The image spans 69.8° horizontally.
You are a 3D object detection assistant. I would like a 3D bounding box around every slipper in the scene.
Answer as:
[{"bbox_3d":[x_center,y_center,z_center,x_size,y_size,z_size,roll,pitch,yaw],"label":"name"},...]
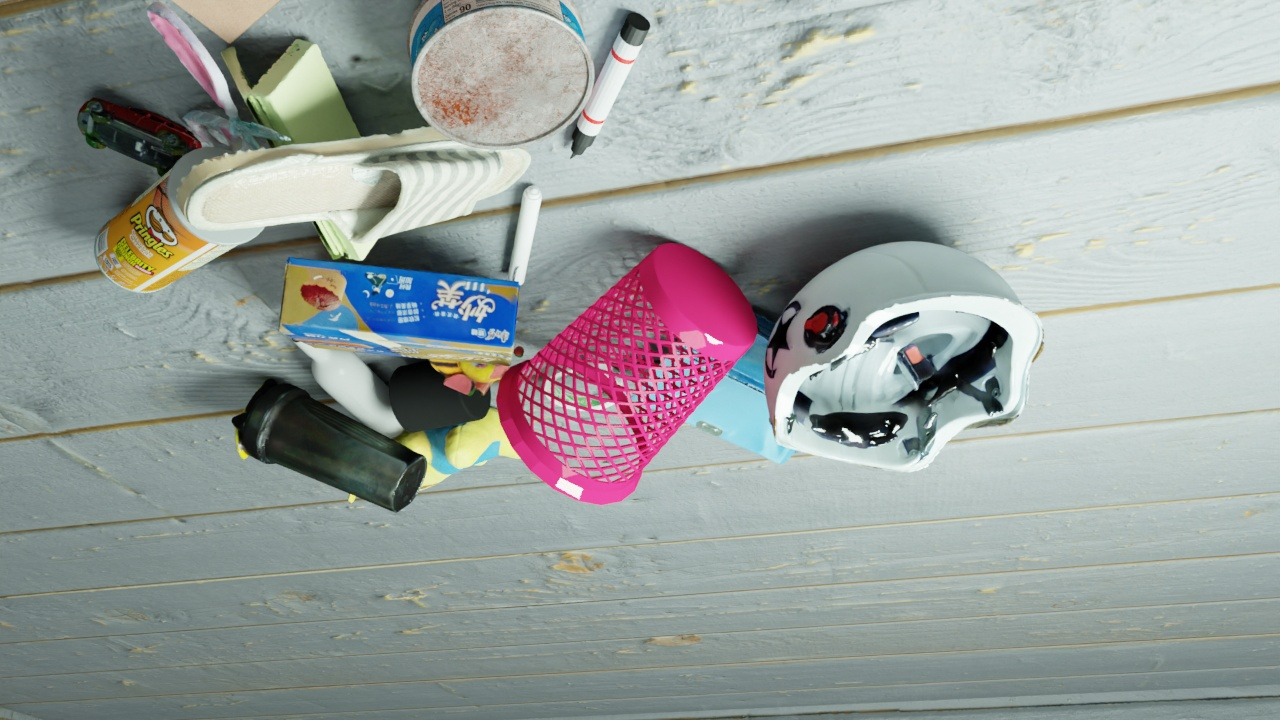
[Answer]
[{"bbox_3d":[-0.206,-0.131,0.704,0.272,0.054,0.115,-14,171,-35],"label":"slipper"}]

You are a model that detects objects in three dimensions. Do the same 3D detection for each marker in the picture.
[{"bbox_3d":[-0.029,-0.208,0.720,0.019,0.019,0.146,13,145,-19],"label":"marker"},{"bbox_3d":[-0.110,-0.115,0.864,0.017,0.020,0.134,4,147,-13],"label":"marker"}]

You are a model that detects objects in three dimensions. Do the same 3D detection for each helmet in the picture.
[{"bbox_3d":[0.238,-0.020,0.878,0.236,0.163,0.265,11,139,-24],"label":"helmet"}]

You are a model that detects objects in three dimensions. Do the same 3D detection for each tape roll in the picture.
[{"bbox_3d":[-0.068,0.029,1.088,0.094,0.018,0.094,1,146,0],"label":"tape roll"}]

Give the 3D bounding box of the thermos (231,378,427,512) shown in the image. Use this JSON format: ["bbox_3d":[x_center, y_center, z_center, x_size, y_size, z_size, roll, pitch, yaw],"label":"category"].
[{"bbox_3d":[-0.359,0.100,1.054,0.221,0.097,0.098,23,149,11],"label":"thermos"}]

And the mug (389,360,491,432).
[{"bbox_3d":[-0.221,0.038,1.060,0.088,0.078,0.113,-11,172,17],"label":"mug"}]

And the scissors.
[{"bbox_3d":[-0.313,-0.188,0.685,0.173,0.013,0.170,18,150,40],"label":"scissors"}]

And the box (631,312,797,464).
[{"bbox_3d":[0.129,0.026,1.038,0.231,0.047,0.177,26,132,-25],"label":"box"}]

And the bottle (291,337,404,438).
[{"bbox_3d":[-0.333,0.023,1.048,0.052,0.052,0.195,-9,146,14],"label":"bottle"}]

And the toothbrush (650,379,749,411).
[{"bbox_3d":[0.095,0.036,1.097,0.190,0.016,0.016,-13,144,20],"label":"toothbrush"}]

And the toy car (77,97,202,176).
[{"bbox_3d":[-0.406,-0.182,0.746,0.091,0.036,0.042,18,144,-26],"label":"toy car"}]

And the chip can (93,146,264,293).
[{"bbox_3d":[-0.388,-0.111,0.767,0.075,0.075,0.216,29,154,-37],"label":"chip can"}]

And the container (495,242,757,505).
[{"bbox_3d":[-0.005,0.005,0.909,0.183,0.183,0.226,23,129,-31],"label":"container"}]

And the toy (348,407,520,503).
[{"bbox_3d":[-0.259,0.116,1.149,0.214,0.084,0.148,-20,167,28],"label":"toy"}]

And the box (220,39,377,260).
[{"bbox_3d":[-0.266,-0.162,0.746,0.090,0.077,0.188,-1,146,4],"label":"box"}]

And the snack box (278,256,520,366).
[{"bbox_3d":[-0.221,-0.042,0.879,0.202,0.069,0.155,6,175,-8],"label":"snack box"}]

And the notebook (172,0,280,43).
[{"bbox_3d":[-0.263,-0.303,0.585,0.210,0.008,0.141,-22,141,30],"label":"notebook"}]

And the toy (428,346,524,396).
[{"bbox_3d":[-0.182,-0.003,0.985,0.103,0.084,0.046,22,149,-11],"label":"toy"}]

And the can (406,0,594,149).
[{"bbox_3d":[-0.101,-0.215,0.664,0.130,0.044,0.130,-10,150,-6],"label":"can"}]
